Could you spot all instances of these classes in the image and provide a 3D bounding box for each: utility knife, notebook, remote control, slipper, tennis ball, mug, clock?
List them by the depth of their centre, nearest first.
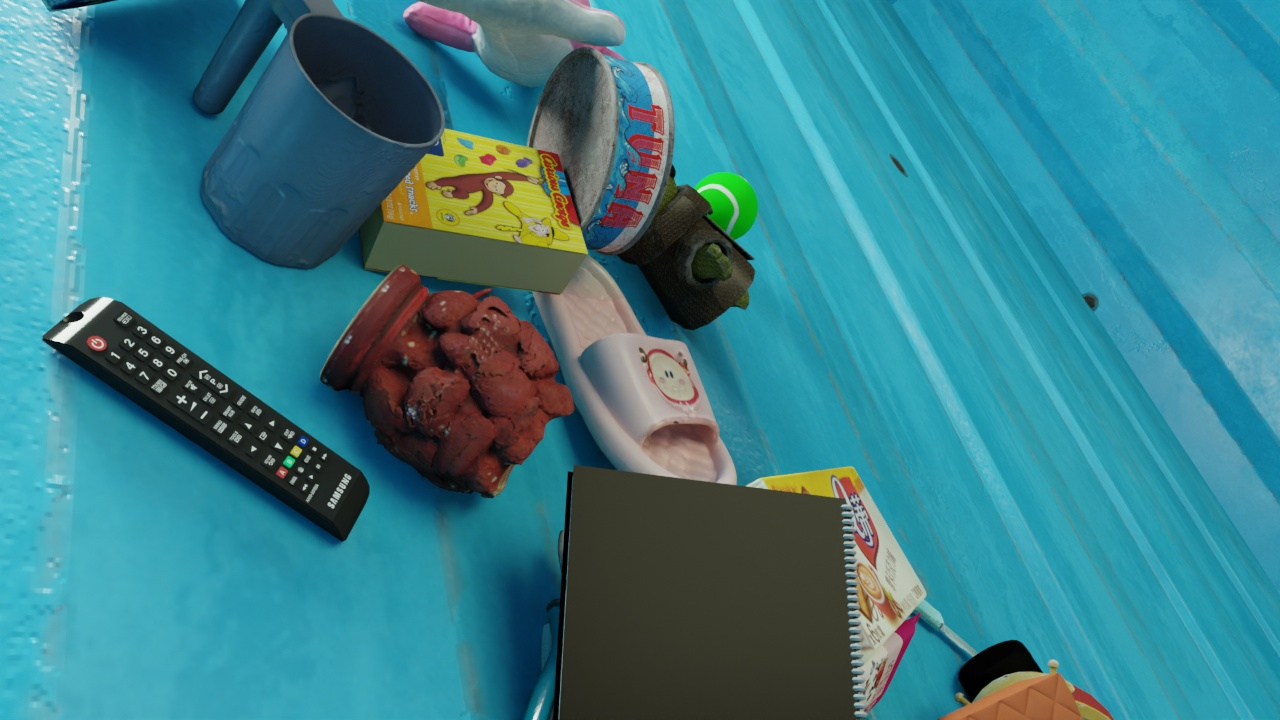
[{"bbox_3d":[-0.179,0.026,0.393,0.147,0.015,0.033,40,32,-18],"label":"remote control"},{"bbox_3d":[0.035,0.157,0.414,0.149,0.016,0.206,9,65,-16],"label":"notebook"},{"bbox_3d":[-0.175,-0.125,0.471,0.124,0.104,0.083,54,31,5],"label":"mug"},{"bbox_3d":[-0.004,0.004,0.600,0.106,0.056,0.221,9,41,-49],"label":"slipper"},{"bbox_3d":[0.287,0.295,0.631,0.158,0.117,0.081,66,15,10],"label":"clock"},{"bbox_3d":[0.233,0.204,0.752,0.165,0.015,0.022,39,33,-16],"label":"utility knife"},{"bbox_3d":[0.078,-0.145,0.868,0.065,0.066,0.065,33,35,-28],"label":"tennis ball"}]

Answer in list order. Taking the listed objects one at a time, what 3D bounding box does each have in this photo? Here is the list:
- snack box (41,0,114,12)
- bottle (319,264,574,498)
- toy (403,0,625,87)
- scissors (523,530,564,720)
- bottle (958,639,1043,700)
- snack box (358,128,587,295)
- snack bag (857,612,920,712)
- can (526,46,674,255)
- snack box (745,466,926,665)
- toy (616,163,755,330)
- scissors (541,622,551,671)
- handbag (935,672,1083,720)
[{"bbox_3d":[-0.220,-0.233,0.489,0.144,0.145,0.043,-60,139,-57],"label":"snack box"},{"bbox_3d":[-0.092,0.010,0.462,0.111,0.099,0.098,35,33,-8],"label":"bottle"},{"bbox_3d":[-0.081,-0.274,0.686,0.186,0.128,0.265,13,13,-4],"label":"toy"},{"bbox_3d":[-0.019,0.156,0.442,0.124,0.019,0.154,44,35,-1],"label":"scissors"},{"bbox_3d":[0.326,0.313,0.717,0.181,0.059,0.059,58,31,10],"label":"bottle"},{"bbox_3d":[-0.106,-0.094,0.563,0.125,0.040,0.088,5,52,-32],"label":"snack box"},{"bbox_3d":[0.126,0.208,0.562,0.016,0.070,0.196,28,17,32],"label":"snack bag"},{"bbox_3d":[-0.031,-0.138,0.613,0.044,0.130,0.129,5,52,-31],"label":"can"},{"bbox_3d":[0.111,0.129,0.580,0.110,0.062,0.230,62,20,16],"label":"snack box"},{"bbox_3d":[0.023,-0.093,0.699,0.153,0.078,0.179,49,-5,-22],"label":"toy"},{"bbox_3d":[-0.019,0.204,0.421,0.141,0.014,0.175,2,54,-49],"label":"scissors"},{"bbox_3d":[0.180,0.255,0.497,0.171,0.060,0.108,-17,69,-17],"label":"handbag"}]
